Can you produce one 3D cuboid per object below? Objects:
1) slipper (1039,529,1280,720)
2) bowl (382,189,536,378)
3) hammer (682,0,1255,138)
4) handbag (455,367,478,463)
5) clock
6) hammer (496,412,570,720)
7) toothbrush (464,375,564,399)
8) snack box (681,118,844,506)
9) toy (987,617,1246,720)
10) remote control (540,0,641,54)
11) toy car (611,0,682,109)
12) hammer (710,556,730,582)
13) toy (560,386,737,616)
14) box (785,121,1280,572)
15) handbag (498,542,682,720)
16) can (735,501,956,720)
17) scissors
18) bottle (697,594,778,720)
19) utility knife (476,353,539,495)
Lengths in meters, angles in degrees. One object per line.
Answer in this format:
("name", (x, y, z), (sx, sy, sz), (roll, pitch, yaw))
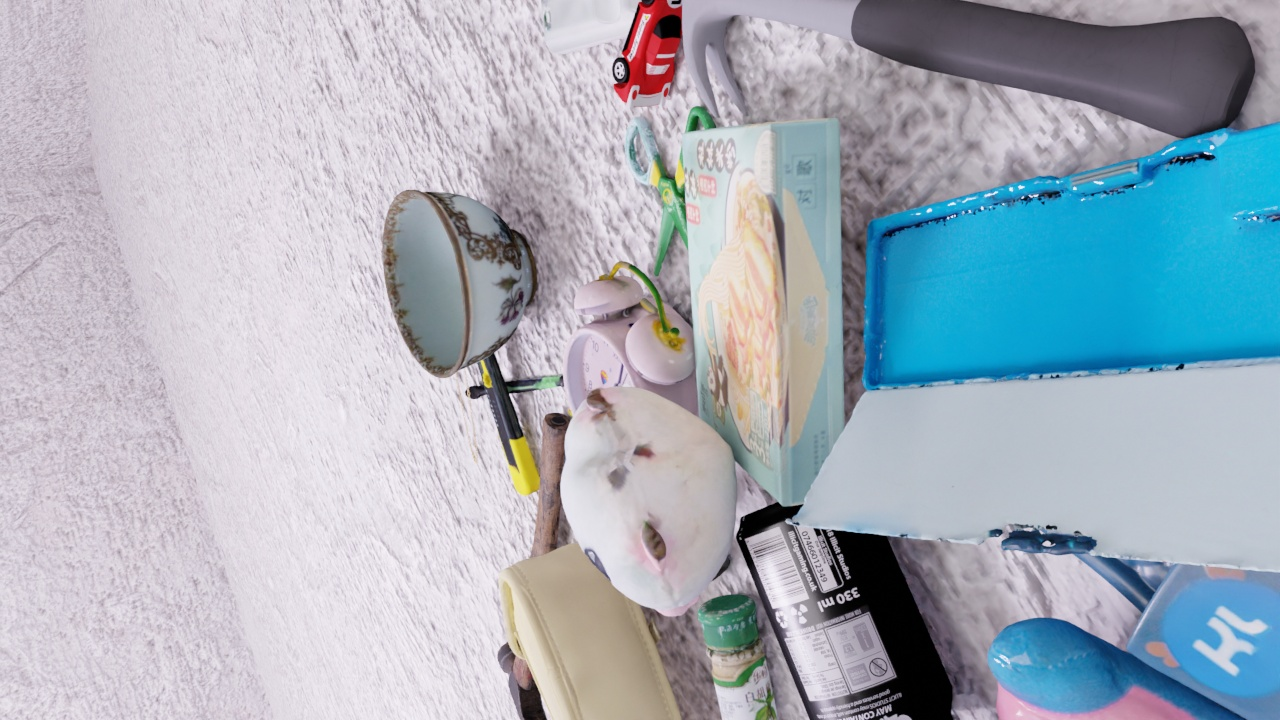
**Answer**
("slipper", (0.225, 0.079, 0.365), (0.213, 0.059, 0.104), (46, 134, 38))
("bowl", (-0.148, -0.072, 0.796), (0.160, 0.093, 0.160), (24, 120, 48))
("hammer", (0.126, -0.158, 0.445), (0.311, 0.029, 0.125), (34, 127, 43))
("handbag", (-0.170, 0.012, 0.881), (0.084, 0.027, 0.178), (117, 141, -62))
("clock", (-0.004, 0.004, 0.646), (0.117, 0.058, 0.158), (44, 140, 37))
("hammer", (-0.091, 0.202, 0.857), (0.120, 0.033, 0.331), (-131, 44, -52))
("toothbrush", (-0.117, 0.024, 0.862), (0.188, 0.017, 0.014), (-8, 99, 52))
("snack box", (0.067, -0.034, 0.518), (0.141, 0.044, 0.194), (-139, 43, -71))
("toy", (0.174, 0.203, 0.422), (0.224, 0.098, 0.192), (28, 116, 9))
("remote control", (-0.030, -0.245, 0.633), (0.133, 0.022, 0.050), (12, 111, 52))
("toy car", (0.012, -0.204, 0.576), (0.025, 0.038, 0.090), (52, 139, 26))
("hammer", (-0.024, 0.218, 0.785), (0.133, 0.033, 0.334), (49, 138, 30))
("toy", (0.007, 0.092, 0.562), (0.180, 0.101, 0.138), (85, 165, -58))
("box", (0.181, 0.001, 0.359), (0.244, 0.060, 0.175), (-7, 58, 55))
("handbag", (-0.034, 0.269, 0.731), (0.232, 0.088, 0.191), (62, 155, 21))
("can", (0.115, 0.145, 0.520), (0.080, 0.080, 0.146), (-36, 72, 53))
("scissors", (0.017, -0.116, 0.623), (0.123, 0.011, 0.127), (44, 133, 39))
("bottle", (0.070, 0.222, 0.644), (0.043, 0.042, 0.110), (-7, 96, 55))
("utility knife", (-0.131, 0.043, 0.861), (0.029, 0.020, 0.174), (-11, 99, 51))
